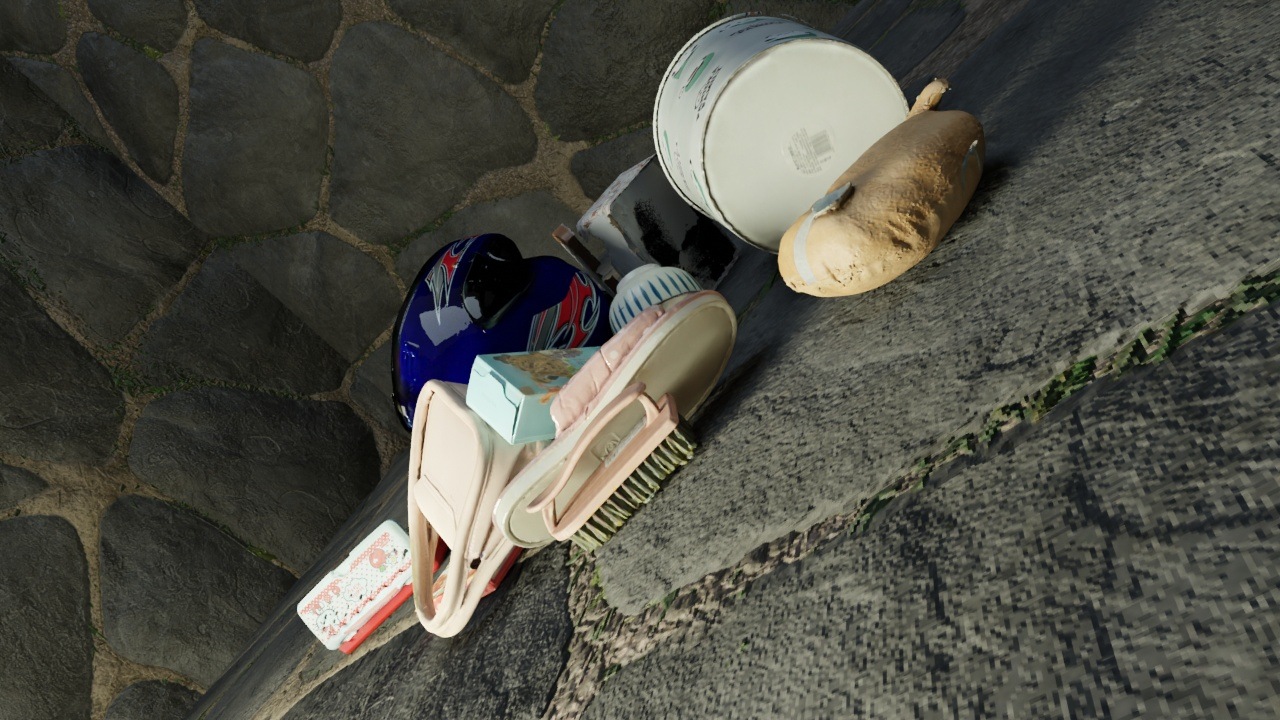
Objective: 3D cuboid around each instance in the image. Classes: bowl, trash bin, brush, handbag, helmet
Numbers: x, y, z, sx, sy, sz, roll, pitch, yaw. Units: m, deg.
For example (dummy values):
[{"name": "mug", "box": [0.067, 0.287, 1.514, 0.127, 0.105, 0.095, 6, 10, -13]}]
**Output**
[{"name": "bowl", "box": [0.012, -0.068, 1.057, 0.116, 0.066, 0.117, -27, -20, -11]}, {"name": "trash bin", "box": [0.133, -0.216, 0.884, 0.230, 0.229, 0.251, -44, 16, 13]}, {"name": "brush", "box": [-0.024, 0.087, 0.729, 0.146, 0.073, 0.063, -47, 13, 11]}, {"name": "handbag", "box": [-0.172, 0.147, 0.877, 0.193, 0.093, 0.234, 25, 98, 59]}, {"name": "helmet", "box": [-0.144, -0.019, 1.113, 0.248, 0.240, 0.314, 80, -163, -45]}]

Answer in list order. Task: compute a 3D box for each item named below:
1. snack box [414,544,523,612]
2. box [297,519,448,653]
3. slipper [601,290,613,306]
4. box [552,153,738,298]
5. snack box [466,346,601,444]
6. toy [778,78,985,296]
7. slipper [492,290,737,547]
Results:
[{"name": "snack box", "box": [-0.175, 0.222, 0.955, 0.153, 0.025, 0.075, -37, 14, 44]}, {"name": "box", "box": [-0.360, 0.292, 1.224, 0.202, 0.101, 0.095, -43, 11, 13]}, {"name": "slipper", "box": [-0.053, -0.059, 1.317, 0.095, 0.105, 0.252, -51, 11, 18]}, {"name": "box", "box": [-0.012, -0.129, 1.183, 0.185, 0.182, 0.154, -17, 29, 53]}, {"name": "snack box", "box": [-0.065, 0.027, 0.832, 0.174, 0.074, 0.052, -6, -60, -44]}, {"name": "toy", "box": [0.194, -0.133, 0.678, 0.225, 0.082, 0.144, -47, 22, -21]}, {"name": "slipper", "box": [-0.025, 0.046, 0.780, 0.274, 0.114, 0.054, -48, 49, 2]}]
